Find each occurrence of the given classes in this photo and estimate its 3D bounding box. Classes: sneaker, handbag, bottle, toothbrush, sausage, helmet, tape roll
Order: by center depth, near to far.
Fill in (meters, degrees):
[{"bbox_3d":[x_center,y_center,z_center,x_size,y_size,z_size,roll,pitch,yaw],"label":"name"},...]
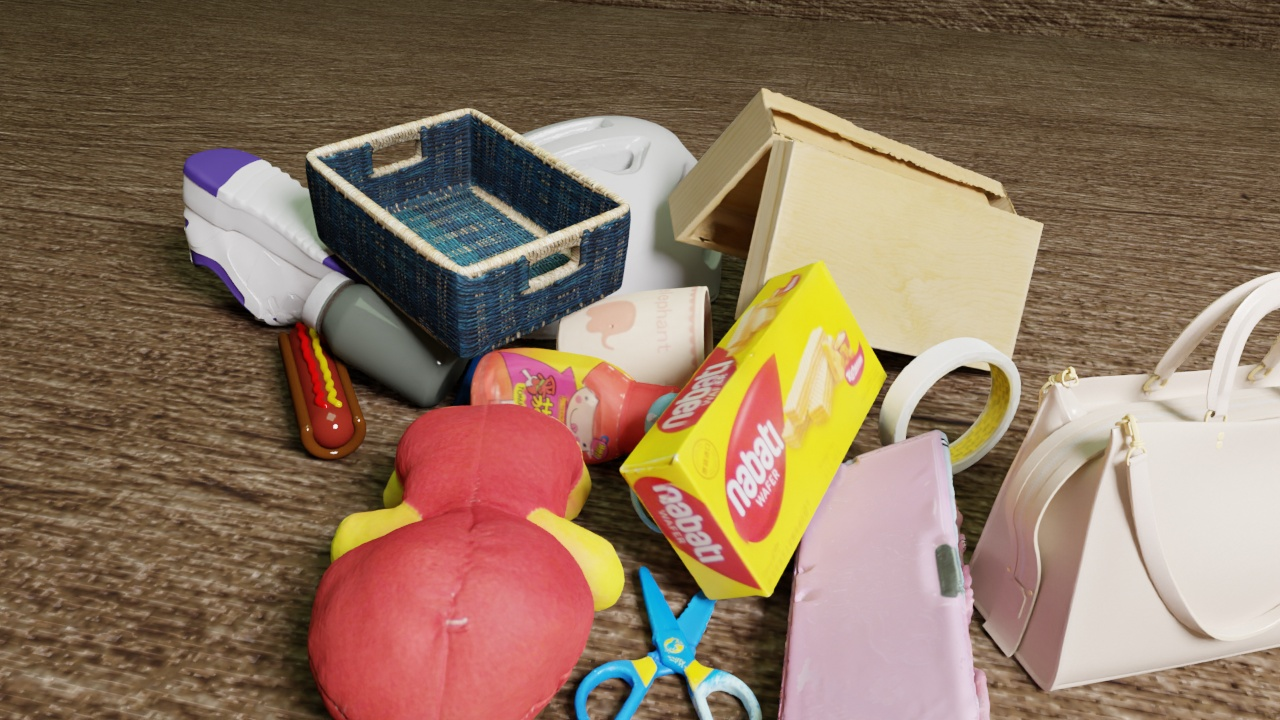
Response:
[{"bbox_3d":[0.271,0.050,0.441,0.194,0.198,0.101,-5,30,-14],"label":"handbag"},{"bbox_3d":[0.195,0.031,0.579,0.094,0.094,0.019,-9,31,-20],"label":"tape roll"},{"bbox_3d":[-0.038,0.032,0.584,0.134,0.071,0.048,8,27,8],"label":"bottle"},{"bbox_3d":[-0.222,0.015,0.634,0.040,0.040,0.155,-11,31,-22],"label":"sausage"},{"bbox_3d":[-0.122,0.031,0.638,0.017,0.016,0.189,10,28,-2],"label":"toothbrush"},{"bbox_3d":[-0.177,-0.016,0.640,0.108,0.060,0.060,31,33,2],"label":"bottle"},{"bbox_3d":[-0.260,-0.064,0.727,0.244,0.111,0.091,29,31,6],"label":"sneaker"},{"bbox_3d":[-0.071,-0.112,0.821,0.282,0.184,0.224,-24,28,-4],"label":"helmet"}]

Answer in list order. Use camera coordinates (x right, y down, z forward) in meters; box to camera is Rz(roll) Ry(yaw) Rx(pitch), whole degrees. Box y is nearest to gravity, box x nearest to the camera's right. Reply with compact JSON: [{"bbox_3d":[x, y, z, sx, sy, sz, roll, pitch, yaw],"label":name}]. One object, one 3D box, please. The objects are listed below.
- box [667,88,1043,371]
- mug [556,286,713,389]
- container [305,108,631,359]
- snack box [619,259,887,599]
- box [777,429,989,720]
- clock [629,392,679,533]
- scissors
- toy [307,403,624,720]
[{"bbox_3d":[0.171,-0.092,0.684,0.248,0.142,0.179,9,37,-30],"label":"box"},{"bbox_3d":[-0.004,0.004,0.643,0.104,0.085,0.111,-1,57,10],"label":"mug"},{"bbox_3d":[-0.119,-0.094,0.634,0.145,0.071,0.187,-28,50,-35],"label":"container"},{"bbox_3d":[0.073,0.032,0.517,0.042,0.092,0.200,-17,22,43],"label":"snack box"},{"bbox_3d":[0.115,0.115,0.434,0.099,0.080,0.232,9,30,11],"label":"box"},{"bbox_3d":[0.034,0.057,0.535,0.042,0.087,0.122,-10,12,44],"label":"clock"},{"bbox_3d":[0.025,0.143,0.445,0.109,0.018,0.130,18,32,19],"label":"scissors"},{"bbox_3d":[-0.084,0.096,0.444,0.147,0.099,0.216,-6,24,0],"label":"toy"}]
